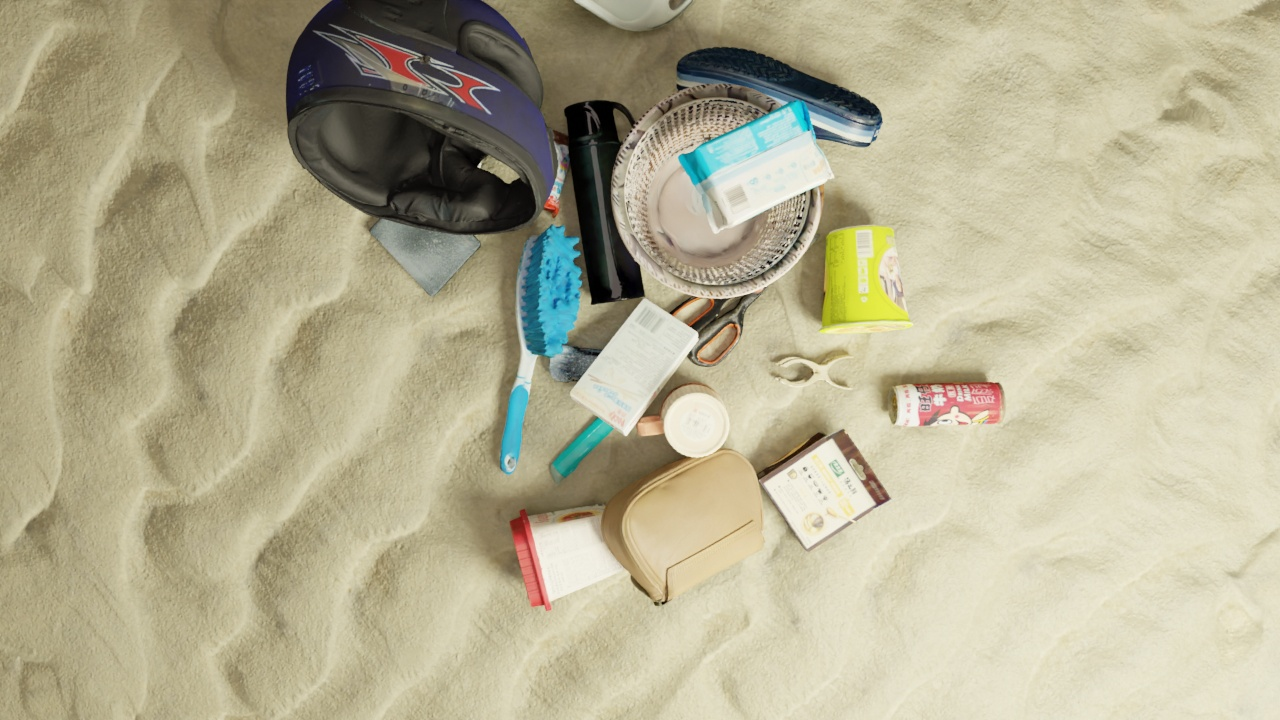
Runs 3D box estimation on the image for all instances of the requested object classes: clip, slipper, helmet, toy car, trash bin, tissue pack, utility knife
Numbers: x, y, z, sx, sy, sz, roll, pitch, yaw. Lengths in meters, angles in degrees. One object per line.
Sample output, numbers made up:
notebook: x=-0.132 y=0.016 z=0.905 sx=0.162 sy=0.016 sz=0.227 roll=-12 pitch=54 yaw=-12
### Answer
clip: x=0.221 y=0.014 z=1.161 sx=0.100 sy=0.035 sz=0.074 roll=2 pitch=94 yaw=-4
slipper: x=0.163 y=-0.305 z=1.109 sx=0.253 sy=0.104 sz=0.095 roll=19 pitch=123 yaw=6
helmet: x=-0.229 y=-0.296 z=1.038 sx=0.315 sy=0.248 sz=0.239 roll=14 pitch=61 yaw=2
toy car: x=-0.064 y=0.008 z=1.165 sx=0.105 sy=0.031 sz=0.049 roll=7 pitch=95 yaw=-1
trash bin: x=0.083 y=-0.186 z=1.065 sx=0.227 sy=0.192 sz=0.227 roll=0 pitch=95 yaw=1
tissue pack: x=0.119 y=-0.198 z=0.936 sx=0.140 sy=0.063 sz=0.090 roll=-25 pitch=95 yaw=4
utility knife: x=-0.038 y=0.077 z=1.179 sx=0.219 sy=0.013 sz=0.029 roll=-44 pitch=91 yaw=6

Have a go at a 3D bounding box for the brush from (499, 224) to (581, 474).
brush: x=-0.132 y=-0.008 z=1.145 sx=0.060 sy=0.110 sz=0.314 roll=4 pitch=89 yaw=-37

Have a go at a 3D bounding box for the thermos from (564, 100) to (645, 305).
thermos: x=-0.035 y=-0.194 z=1.130 sx=0.090 sy=0.068 sz=0.242 roll=-8 pitch=95 yaw=-6

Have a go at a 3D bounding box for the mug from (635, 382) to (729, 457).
mug: x=0.051 y=0.074 z=1.131 sx=0.114 sy=0.106 sz=0.081 roll=-8 pitch=94 yaw=1

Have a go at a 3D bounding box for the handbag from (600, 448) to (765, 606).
handbag: x=0.055 y=0.198 z=1.126 sx=0.204 sy=0.100 sz=0.147 roll=-22 pitch=90 yaw=-28

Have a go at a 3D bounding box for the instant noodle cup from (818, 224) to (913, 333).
instant noodle cup: x=0.271 y=-0.099 z=1.119 sx=0.112 sy=0.112 sz=0.123 roll=-2 pitch=86 yaw=1

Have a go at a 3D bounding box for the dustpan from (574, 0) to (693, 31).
dustpan: x=-0.026 y=-0.507 z=1.044 sx=0.143 sy=0.257 sz=0.223 roll=29 pitch=95 yaw=22

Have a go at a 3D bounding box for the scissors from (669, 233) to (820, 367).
scissors: x=0.126 y=-0.097 z=1.158 sx=0.139 sy=0.021 sz=0.235 roll=28 pitch=95 yaw=-1

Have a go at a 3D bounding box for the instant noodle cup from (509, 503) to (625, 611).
instant noodle cup: x=-0.092 y=0.237 z=1.150 sx=0.124 sy=0.116 sz=0.116 roll=-14 pitch=95 yaw=-9

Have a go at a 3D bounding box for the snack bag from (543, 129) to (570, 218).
snack bag: x=-0.108 y=-0.233 z=1.146 sx=0.045 sy=0.026 sz=0.105 roll=15 pitch=92 yaw=-33

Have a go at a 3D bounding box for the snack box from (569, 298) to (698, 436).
snack box: x=-0.007 y=0.007 z=1.131 sx=0.085 sy=0.027 sz=0.156 roll=34 pitch=78 yaw=15

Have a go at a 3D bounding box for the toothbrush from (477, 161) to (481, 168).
toothbrush: x=-0.240 y=-0.173 z=1.160 sx=0.016 sy=0.016 sz=0.180 roll=24 pitch=95 yaw=10

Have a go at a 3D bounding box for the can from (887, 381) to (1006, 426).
can: x=0.382 y=0.055 z=1.151 sx=0.133 sy=0.053 sz=0.053 roll=-2 pitch=95 yaw=1

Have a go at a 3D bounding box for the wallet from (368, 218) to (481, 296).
wallet: x=-0.270 y=-0.154 z=1.153 sx=0.097 sy=0.019 sz=0.121 roll=-44 pitch=86 yaw=12

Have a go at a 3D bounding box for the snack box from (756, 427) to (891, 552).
snack box: x=0.230 y=0.161 z=1.162 sx=0.126 sy=0.053 sz=0.113 roll=-34 pitch=93 yaw=3
